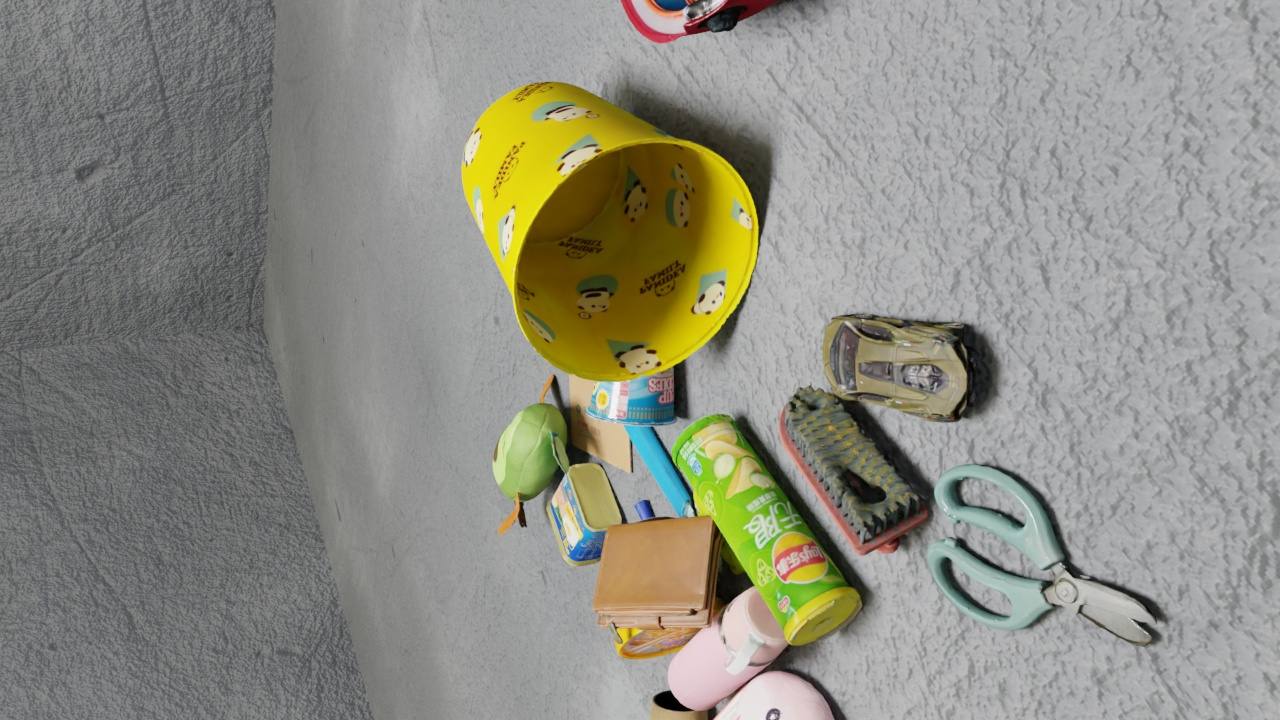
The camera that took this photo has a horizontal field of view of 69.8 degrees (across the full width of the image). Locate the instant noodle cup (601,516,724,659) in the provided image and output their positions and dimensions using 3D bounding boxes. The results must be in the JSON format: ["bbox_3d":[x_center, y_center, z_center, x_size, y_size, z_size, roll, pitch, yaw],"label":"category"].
[{"bbox_3d":[0.018,0.235,0.959,0.119,0.118,0.114,119,142,-46],"label":"instant noodle cup"}]

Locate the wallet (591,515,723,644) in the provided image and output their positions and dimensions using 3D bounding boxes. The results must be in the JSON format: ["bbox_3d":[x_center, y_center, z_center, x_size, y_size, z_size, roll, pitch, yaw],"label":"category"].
[{"bbox_3d":[0.014,0.208,0.877,0.131,0.035,0.118,-12,58,36],"label":"wallet"}]

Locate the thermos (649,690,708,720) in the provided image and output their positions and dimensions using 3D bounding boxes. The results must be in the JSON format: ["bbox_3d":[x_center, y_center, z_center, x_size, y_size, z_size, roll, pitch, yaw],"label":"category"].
[{"bbox_3d":[0.040,0.441,1.001,0.093,0.093,0.143,4,93,59],"label":"thermos"}]

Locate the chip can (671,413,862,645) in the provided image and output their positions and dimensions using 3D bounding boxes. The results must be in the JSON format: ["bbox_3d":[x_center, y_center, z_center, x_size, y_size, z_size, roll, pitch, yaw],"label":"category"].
[{"bbox_3d":[0.105,0.144,0.822,0.221,0.072,0.073,57,142,36],"label":"chip can"}]

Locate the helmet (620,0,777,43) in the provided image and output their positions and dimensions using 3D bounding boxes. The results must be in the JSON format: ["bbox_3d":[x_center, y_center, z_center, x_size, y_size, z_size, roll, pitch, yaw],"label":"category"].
[{"bbox_3d":[0.070,-0.355,0.691,0.240,0.143,0.207,134,123,-70],"label":"helmet"}]

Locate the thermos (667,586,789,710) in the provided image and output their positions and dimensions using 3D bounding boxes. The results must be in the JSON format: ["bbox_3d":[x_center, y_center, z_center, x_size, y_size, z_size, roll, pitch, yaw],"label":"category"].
[{"bbox_3d":[0.083,0.283,0.875,0.067,0.087,0.199,36,142,6],"label":"thermos"}]

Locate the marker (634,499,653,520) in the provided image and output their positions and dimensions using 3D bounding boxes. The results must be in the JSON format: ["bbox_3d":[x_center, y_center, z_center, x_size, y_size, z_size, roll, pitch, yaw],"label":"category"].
[{"bbox_3d":[0.027,0.225,1.031,0.145,0.016,0.017,66,147,24],"label":"marker"}]

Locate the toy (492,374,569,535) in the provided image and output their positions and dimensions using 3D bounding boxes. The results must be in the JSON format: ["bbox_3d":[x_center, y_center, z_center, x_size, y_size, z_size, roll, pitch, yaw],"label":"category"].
[{"bbox_3d":[-0.145,0.122,1.199,0.247,0.090,0.226,121,161,-65],"label":"toy"}]

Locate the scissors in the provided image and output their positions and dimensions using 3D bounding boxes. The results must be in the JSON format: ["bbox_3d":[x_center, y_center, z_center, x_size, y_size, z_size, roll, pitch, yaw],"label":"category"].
[{"bbox_3d":[0.261,0.153,0.616,0.180,0.019,0.144,39,129,47],"label":"scissors"}]

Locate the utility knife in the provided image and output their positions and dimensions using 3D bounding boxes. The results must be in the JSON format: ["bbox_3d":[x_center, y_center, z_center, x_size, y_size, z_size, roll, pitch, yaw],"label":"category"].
[{"bbox_3d":[0.035,0.137,0.990,0.218,0.018,0.034,58,142,36],"label":"utility knife"}]

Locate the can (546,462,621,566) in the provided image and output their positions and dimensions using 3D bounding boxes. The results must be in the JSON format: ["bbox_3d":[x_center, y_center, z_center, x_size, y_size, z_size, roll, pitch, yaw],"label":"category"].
[{"bbox_3d":[-0.070,0.190,1.142,0.083,0.057,0.102,-61,42,44],"label":"can"}]

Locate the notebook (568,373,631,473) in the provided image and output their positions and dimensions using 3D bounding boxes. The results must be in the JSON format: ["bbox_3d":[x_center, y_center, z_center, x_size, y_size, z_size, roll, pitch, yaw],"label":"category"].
[{"bbox_3d":[-0.053,0.021,1.121,0.148,0.008,0.208,16,111,57],"label":"notebook"}]

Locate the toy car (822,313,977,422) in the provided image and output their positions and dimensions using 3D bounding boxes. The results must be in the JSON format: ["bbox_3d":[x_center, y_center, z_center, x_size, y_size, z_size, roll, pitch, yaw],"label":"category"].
[{"bbox_3d":[0.186,0.004,0.684,0.158,0.042,0.070,13,108,61],"label":"toy car"}]

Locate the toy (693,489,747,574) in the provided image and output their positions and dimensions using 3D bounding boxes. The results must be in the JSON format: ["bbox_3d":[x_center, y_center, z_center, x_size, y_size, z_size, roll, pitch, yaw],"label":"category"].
[{"bbox_3d":[0.083,0.162,0.902,0.100,0.031,0.097,68,161,7],"label":"toy"}]

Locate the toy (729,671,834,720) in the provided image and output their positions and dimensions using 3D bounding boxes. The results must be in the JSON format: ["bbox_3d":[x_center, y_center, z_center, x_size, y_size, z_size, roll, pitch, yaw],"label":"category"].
[{"bbox_3d":[0.140,0.348,0.810,0.160,0.054,0.121,14,79,46],"label":"toy"}]

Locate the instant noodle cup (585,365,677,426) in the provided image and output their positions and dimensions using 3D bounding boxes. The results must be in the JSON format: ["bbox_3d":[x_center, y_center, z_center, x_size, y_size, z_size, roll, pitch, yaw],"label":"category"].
[{"bbox_3d":[-0.006,0.006,0.961,0.099,0.099,0.110,19,106,57],"label":"instant noodle cup"}]

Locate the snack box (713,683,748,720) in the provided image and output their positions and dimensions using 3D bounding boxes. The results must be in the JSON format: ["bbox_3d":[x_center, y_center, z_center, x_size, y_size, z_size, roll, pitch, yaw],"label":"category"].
[{"bbox_3d":[0.086,0.400,0.904,0.156,0.027,0.077,-53,48,18],"label":"snack box"}]

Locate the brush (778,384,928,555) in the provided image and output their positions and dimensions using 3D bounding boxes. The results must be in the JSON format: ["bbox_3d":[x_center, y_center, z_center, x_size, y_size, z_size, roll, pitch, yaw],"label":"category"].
[{"bbox_3d":[0.160,0.085,0.733,0.145,0.063,0.069,57,171,36],"label":"brush"}]

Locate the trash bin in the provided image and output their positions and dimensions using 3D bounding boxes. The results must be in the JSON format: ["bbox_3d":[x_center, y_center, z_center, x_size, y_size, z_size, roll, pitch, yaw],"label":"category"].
[{"bbox_3d":[-0.050,-0.141,0.880,0.255,0.229,0.230,51,139,50],"label":"trash bin"}]
